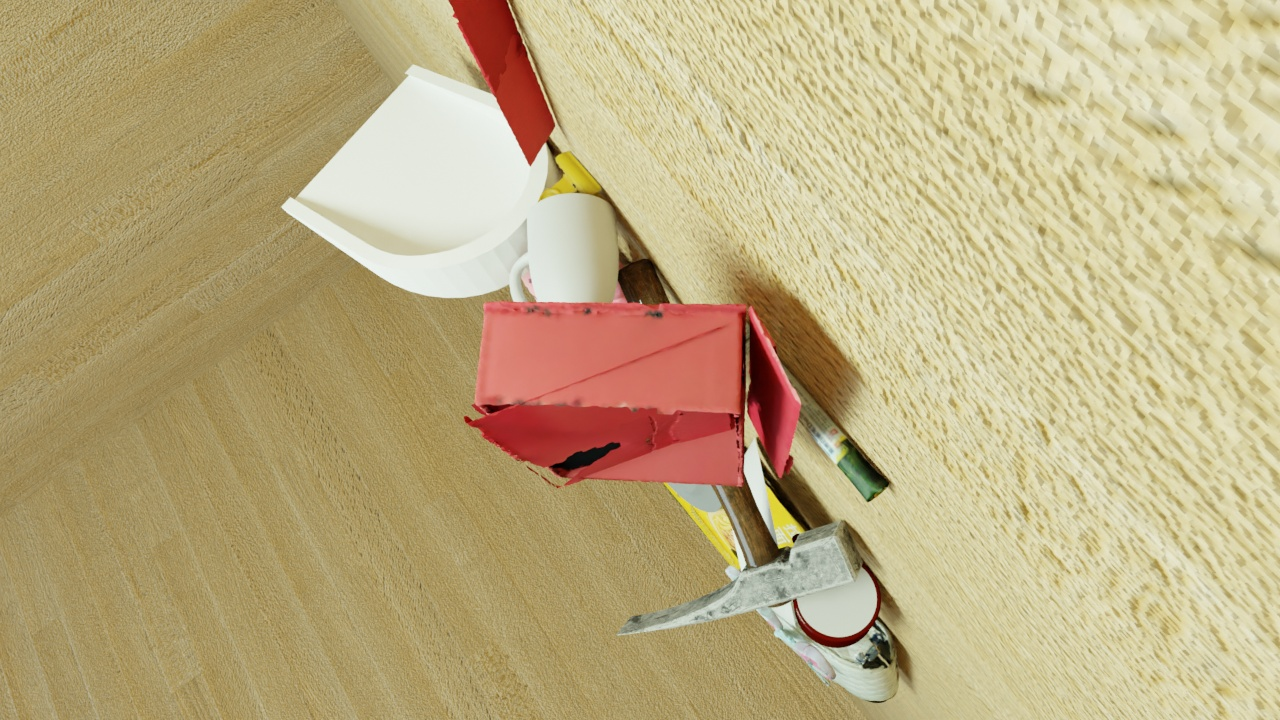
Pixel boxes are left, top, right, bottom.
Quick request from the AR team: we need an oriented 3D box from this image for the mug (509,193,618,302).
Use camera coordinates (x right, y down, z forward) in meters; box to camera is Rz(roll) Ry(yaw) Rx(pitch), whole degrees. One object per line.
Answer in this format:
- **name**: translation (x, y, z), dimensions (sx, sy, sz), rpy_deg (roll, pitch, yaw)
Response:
- **mug**: translation (-0.065, -0.066, 0.722), dimensions (0.071, 0.107, 0.089), rpy_deg (22, -125, -45)

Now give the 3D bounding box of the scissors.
- **scissors**: translation (0.140, 0.264, 0.906), dimensions (0.175, 0.013, 0.170), rpy_deg (47, 172, 6)

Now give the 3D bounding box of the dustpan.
- **dustpan**: translation (-0.188, -0.164, 0.819), dimensions (0.258, 0.191, 0.053), rpy_deg (32, 167, 25)

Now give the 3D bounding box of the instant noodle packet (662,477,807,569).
- **instant noodle packet**: translation (0.125, 0.169, 1.042), dimensions (0.163, 0.084, 0.222), rpy_deg (53, 165, -6)

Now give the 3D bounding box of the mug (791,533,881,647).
- **mug**: translation (0.164, 0.199, 0.814), dimensions (0.105, 0.073, 0.082), rpy_deg (61, 179, 23)

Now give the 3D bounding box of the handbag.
- **handbag**: translation (0.220, 0.306, 1.006), dimensions (0.139, 0.072, 0.195), rpy_deg (32, 165, 28)

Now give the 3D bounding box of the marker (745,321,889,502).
- **marker**: translation (0.092, 0.023, 0.542), dimensions (0.146, 0.017, 0.017), rpy_deg (52, 176, 24)

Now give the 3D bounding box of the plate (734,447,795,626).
- **plate**: translation (0.106, 0.160, 0.849), dimensions (0.174, 0.036, 0.174), rpy_deg (-11, -91, -84)

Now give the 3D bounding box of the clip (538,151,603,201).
- **clip**: translation (-0.056, -0.136, 0.729), dimensions (0.046, 0.048, 0.054), rpy_deg (-11, -126, -43)

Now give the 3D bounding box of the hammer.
- **hammer**: translation (0.022, 0.073, 0.755), dimensions (0.300, 0.218, 0.037), rpy_deg (66, -155, -2)

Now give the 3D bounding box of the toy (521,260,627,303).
- **toy**: translation (-0.053, -0.057, 0.850), dimensions (0.236, 0.096, 0.193), rpy_deg (47, 149, 0)

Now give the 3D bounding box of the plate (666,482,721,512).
- **plate**: translation (0.030, 0.096, 1.021), dimensions (0.178, 0.012, 0.179), rpy_deg (46, 155, 28)

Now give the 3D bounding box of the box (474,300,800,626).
- **box**: translation (0.060, 0.122, 0.490), dimensions (0.374, 0.148, 0.213), rpy_deg (57, 176, 17)
